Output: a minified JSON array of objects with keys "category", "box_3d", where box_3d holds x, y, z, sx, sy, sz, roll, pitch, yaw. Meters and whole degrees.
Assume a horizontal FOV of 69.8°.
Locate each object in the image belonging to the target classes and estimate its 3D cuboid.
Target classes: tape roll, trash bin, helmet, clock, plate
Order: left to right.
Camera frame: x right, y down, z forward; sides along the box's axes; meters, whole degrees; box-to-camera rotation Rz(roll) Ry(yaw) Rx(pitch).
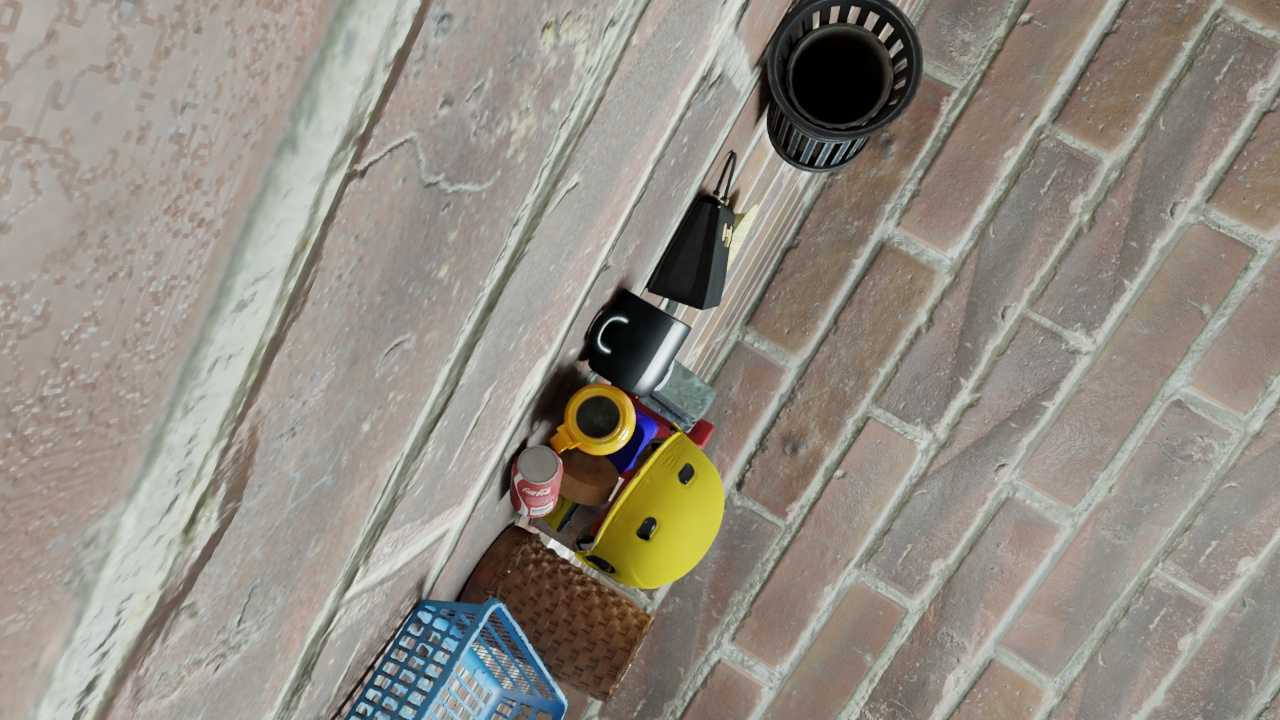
[{"category":"trash bin","box_3d":[-0.102,0.319,1.136,0.151,0.210,0.151,-58,167,-21]},{"category":"clock","box_3d":[-0.104,0.174,1.197,0.083,0.057,0.119,-55,172,-24]},{"category":"tape roll","box_3d":[-0.073,0.134,1.104,0.027,0.094,0.093,-62,172,20]},{"category":"helmet","box_3d":[0.030,0.197,1.141,0.208,0.139,0.240,-52,179,-16]},{"category":"plate","box_3d":[0.117,-0.165,1.408,0.184,0.036,0.184,-58,172,-13]},{"category":"trash bin","box_3d":[0.228,-0.317,1.102,0.164,0.164,0.227,-60,176,1]}]

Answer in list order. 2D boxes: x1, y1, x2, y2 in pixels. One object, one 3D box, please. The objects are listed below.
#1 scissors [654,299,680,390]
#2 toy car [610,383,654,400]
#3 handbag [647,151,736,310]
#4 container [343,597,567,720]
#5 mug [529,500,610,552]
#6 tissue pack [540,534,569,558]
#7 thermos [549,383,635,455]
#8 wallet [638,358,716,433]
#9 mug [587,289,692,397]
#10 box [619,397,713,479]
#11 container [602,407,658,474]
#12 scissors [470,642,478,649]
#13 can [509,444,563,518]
[{"category":"scissors","box_3d":[0.040,-0.038,1.279,0.101,0.016,0.178,21,-98,54]},{"category":"toy car","box_3d":[-0.007,0.007,1.164,0.070,0.062,0.169,-60,172,6]},{"category":"handbag","box_3d":[0.089,-0.171,1.179,0.175,0.072,0.196,-24,133,-77]},{"category":"container","box_3d":[-0.206,0.411,0.968,0.256,0.089,0.363,-59,155,-29]},{"category":"mug","box_3d":[-0.090,0.226,1.310,0.096,0.110,0.123,-53,171,-10]},{"category":"tissue pack","box_3d":[-0.172,0.360,1.457,0.116,0.066,0.210,-55,169,-35]},{"category":"thermos","box_3d":[-0.048,0.073,1.016,0.091,0.076,0.233,-59,179,-5]},{"category":"wallet","box_3d":[0.042,0.041,1.358,0.100,0.131,0.054,-48,170,-51]},{"category":"mug","box_3d":[-0.013,-0.021,0.992,0.121,0.085,0.094,24,97,-54]},{"category":"box","box_3d":[0.023,0.109,1.414,0.136,0.157,0.127,-52,165,-52]},{"category":"container","box_3d":[-0.035,0.106,1.284,0.084,0.085,0.113,-60,171,4]},{"category":"scissors","box_3d":[-0.239,0.388,1.287,0.113,0.016,0.230,-55,171,-36]},{"category":"can","box_3d":[-0.112,0.129,0.983,0.053,0.054,0.097,-55,171,-29]}]
